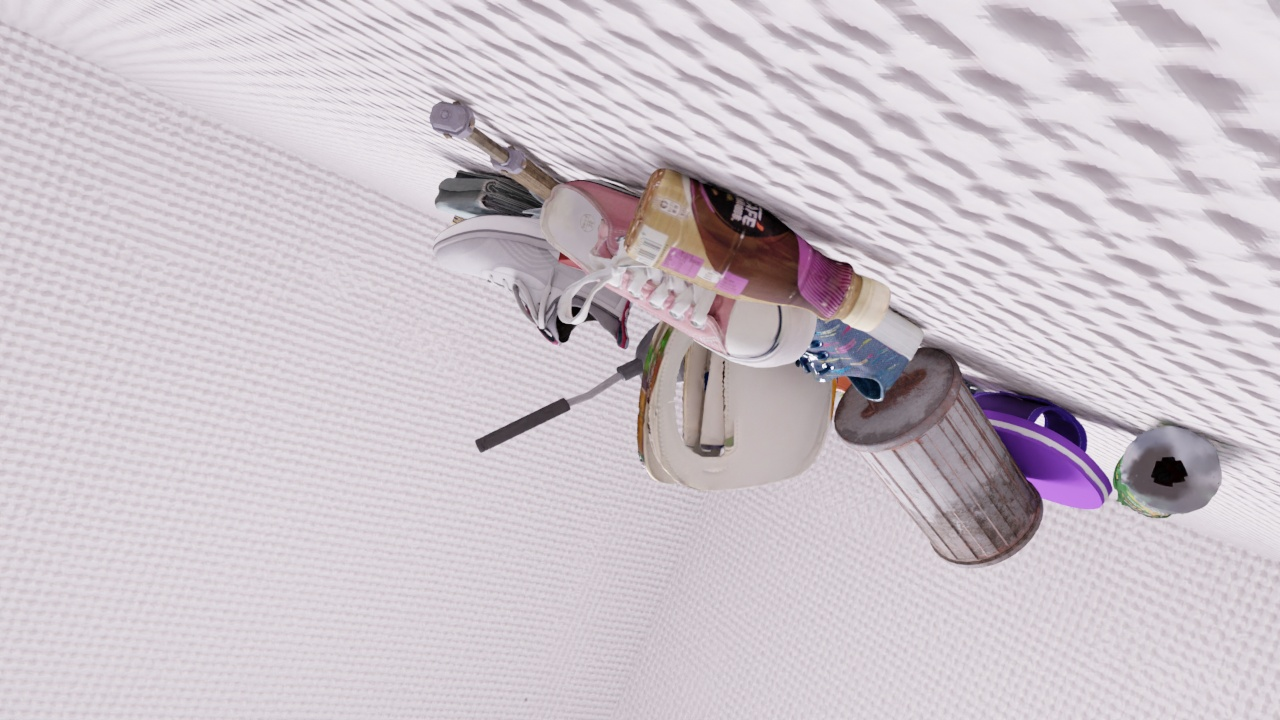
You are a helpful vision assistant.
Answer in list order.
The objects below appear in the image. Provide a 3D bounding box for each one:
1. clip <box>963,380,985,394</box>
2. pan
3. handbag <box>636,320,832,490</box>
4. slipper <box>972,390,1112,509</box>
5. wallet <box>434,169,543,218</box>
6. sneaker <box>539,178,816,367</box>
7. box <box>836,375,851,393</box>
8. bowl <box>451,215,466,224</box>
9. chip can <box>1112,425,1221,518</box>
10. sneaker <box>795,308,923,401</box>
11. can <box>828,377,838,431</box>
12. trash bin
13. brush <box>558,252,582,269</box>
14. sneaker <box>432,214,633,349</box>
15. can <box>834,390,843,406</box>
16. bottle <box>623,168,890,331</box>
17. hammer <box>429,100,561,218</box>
[{"bbox_3d":[0.365,0.031,1.067,0.171,0.029,0.141,22,-177,-10],"label":"clip"},{"bbox_3d":[-0.006,0.006,0.940,0.041,0.357,0.178,67,170,-14],"label":"pan"},{"bbox_3d":[0.070,0.022,0.804,0.199,0.201,0.093,-9,-165,-38],"label":"handbag"},{"bbox_3d":[0.399,0.075,1.005,0.107,0.084,0.267,50,164,-21],"label":"slipper"},{"bbox_3d":[-0.162,-0.178,1.034,0.100,0.054,0.132,12,-175,-37],"label":"wallet"},{"bbox_3d":[0.010,-0.068,0.651,0.241,0.118,0.087,30,-158,29],"label":"sneaker"},{"bbox_3d":[0.187,-0.019,1.047,0.187,0.083,0.043,22,-177,31],"label":"box"},{"bbox_3d":[-0.175,-0.178,1.161,0.112,0.061,0.112,23,-176,-2],"label":"bowl"},{"bbox_3d":[0.467,0.105,0.823,0.075,0.075,0.223,24,-178,28],"label":"chip can"},{"bbox_3d":[0.143,-0.027,0.748,0.235,0.079,0.087,22,-178,-42],"label":"sneaker"},{"bbox_3d":[0.165,0.015,0.954,0.079,0.142,0.079,10,135,10],"label":"can"},{"bbox_3d":[0.295,0.093,0.913,0.211,0.130,0.131,49,171,-23],"label":"trash bin"},{"bbox_3d":[-0.006,-0.099,0.799,0.082,0.042,0.174,12,178,-28],"label":"brush"},{"bbox_3d":[-0.110,-0.082,0.982,0.263,0.128,0.096,7,167,21],"label":"sneaker"},{"bbox_3d":[0.217,0.024,1.084,0.067,0.121,0.067,-22,-91,-83],"label":"can"},{"bbox_3d":[0.075,-0.062,0.570,0.166,0.059,0.059,22,-178,-6],"label":"bottle"},{"bbox_3d":[-0.086,-0.153,0.777,0.147,0.028,0.316,17,180,17],"label":"hammer"}]
